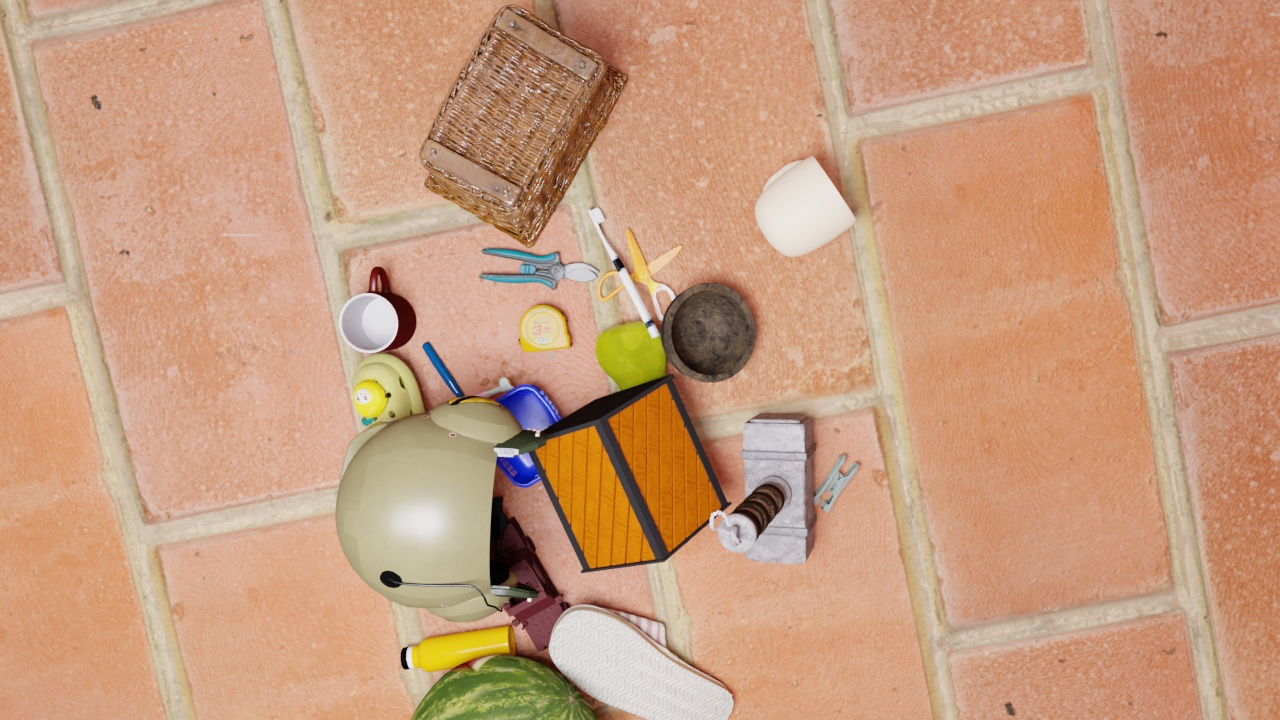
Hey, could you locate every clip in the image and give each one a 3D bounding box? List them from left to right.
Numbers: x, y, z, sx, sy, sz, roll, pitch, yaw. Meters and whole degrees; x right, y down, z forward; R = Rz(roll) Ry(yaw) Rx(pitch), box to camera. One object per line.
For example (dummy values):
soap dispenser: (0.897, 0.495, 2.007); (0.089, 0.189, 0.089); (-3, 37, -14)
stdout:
clip: (0.248, 0.156, 1.168); (0.044, 0.023, 0.076); (32, 96, -2)

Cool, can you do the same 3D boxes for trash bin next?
trash bin: (-0.016, 0.134, 1.083); (0.140, 0.139, 0.172); (-20, 97, 43)

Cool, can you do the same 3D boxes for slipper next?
slipper: (-0.316, 0.088, 1.146); (0.092, 0.081, 0.190); (-17, 97, 27)
slipper: (0.002, 0.393, 1.177); (0.263, 0.052, 0.115); (33, 96, -13)

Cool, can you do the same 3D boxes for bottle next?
bottle: (-0.237, 0.376, 1.189); (0.144, 0.043, 0.043); (-9, 94, 3)

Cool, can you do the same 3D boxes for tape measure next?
tape measure: (-0.124, -0.041, 1.161); (0.068, 0.030, 0.059); (-7, 94, 0)

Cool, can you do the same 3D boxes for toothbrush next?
toothbrush: (-0.231, 0.056, 1.165); (0.155, 0.015, 0.022); (-22, 126, 16)
toothbrush: (-0.231, 0.048, 1.180); (0.014, 0.014, 0.167); (-34, 92, 13)
toothbrush: (-0.020, -0.111, 1.138); (0.017, 0.012, 0.186); (-27, 77, 1)

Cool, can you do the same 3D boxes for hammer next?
hammer: (0.134, 0.165, 1.023); (0.080, 0.325, 0.177); (0, 94, 19)

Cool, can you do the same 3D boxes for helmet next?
helmet: (-0.224, 0.161, 1.033); (0.233, 0.255, 0.250); (3, 92, -3)
helmet: (-0.165, 0.478, 1.105); (0.247, 0.213, 0.243); (-35, 75, 15)

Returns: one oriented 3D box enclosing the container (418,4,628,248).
container: (-0.142, -0.279, 1.067); (0.162, 0.183, 0.250); (30, 95, -2)

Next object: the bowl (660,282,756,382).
bowl: (0.077, -0.034, 1.138); (0.121, 0.056, 0.121); (0, 91, -19)

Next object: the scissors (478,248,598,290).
scissors: (-0.134, -0.111, 1.163); (0.146, 0.019, 0.133); (-42, 94, 3)

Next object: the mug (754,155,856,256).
mug: (0.188, -0.187, 1.113); (0.100, 0.096, 0.120); (-34, 54, 15)

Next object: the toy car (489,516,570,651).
toy car: (-0.146, 0.291, 1.170); (0.070, 0.062, 0.170); (-29, 93, 4)

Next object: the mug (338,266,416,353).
mug: (-0.325, -0.064, 1.140); (0.073, 0.082, 0.106); (3, 94, 2)

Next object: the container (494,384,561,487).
container: (-0.142, 0.092, 1.158); (0.096, 0.058, 0.114); (-31, 93, 4)

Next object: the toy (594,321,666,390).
toy: (-0.007, 0.007, 1.150); (0.090, 0.051, 0.110); (-15, 94, 5)

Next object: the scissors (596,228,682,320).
scissors: (0.005, -0.104, 1.162); (0.125, 0.011, 0.131); (-36, 94, 5)
